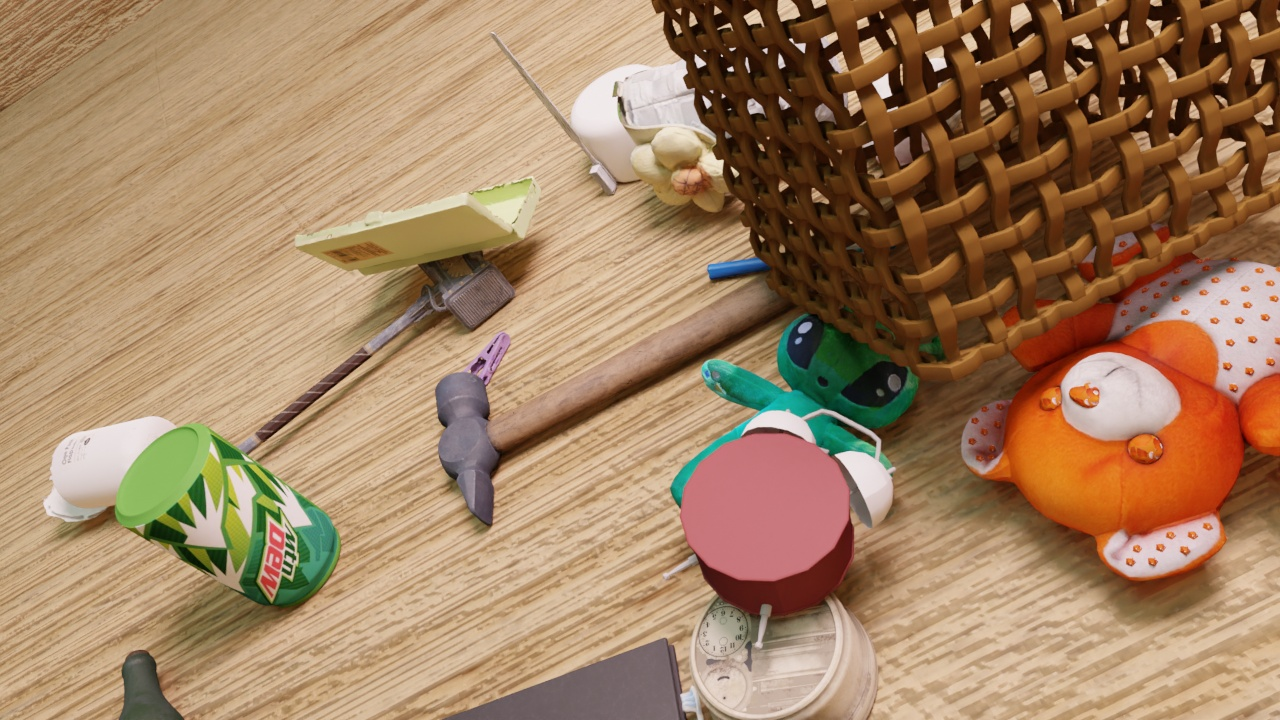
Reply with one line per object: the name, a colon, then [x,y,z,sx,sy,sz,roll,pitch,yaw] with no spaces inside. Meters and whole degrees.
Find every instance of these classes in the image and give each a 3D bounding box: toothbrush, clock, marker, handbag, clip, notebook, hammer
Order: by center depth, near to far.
toothbrush: [0.046,0.239,0.430,0.024,0.022,0.185,-13,46,-2]
clock: [0.068,0.165,0.457,0.093,0.054,0.140,-16,44,20]
clock: [0.072,0.075,0.468,0.087,0.044,0.124,30,66,35]
notebook: [-0.075,0.264,0.490,0.232,0.019,0.169,-24,42,13]
hammer: [-0.004,0.004,0.664,0.322,0.040,0.129,-27,47,8]
marker: [0.115,-0.076,0.672,0.142,0.013,0.013,-7,50,28]
handbag: [0.077,-0.187,0.727,0.172,0.112,0.123,-14,56,22]
clip: [-0.125,0.002,0.760,0.051,0.014,0.045,-36,42,3]
toothbrush: [-0.072,-0.206,0.784,0.010,0.181,0.010,-4,54,37]
hammer: [-0.263,0.008,0.819,0.322,0.044,0.098,-39,42,-3]

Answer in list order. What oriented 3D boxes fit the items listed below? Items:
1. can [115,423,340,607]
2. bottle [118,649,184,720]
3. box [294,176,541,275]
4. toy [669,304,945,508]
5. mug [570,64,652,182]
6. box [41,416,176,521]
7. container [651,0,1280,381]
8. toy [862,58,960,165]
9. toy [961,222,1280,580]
can: [-0.295,0.117,0.669,0.083,0.144,0.082,-18,45,19]
bottle: [-0.339,0.264,0.634,0.055,0.055,0.174,-42,41,-7]
box: [-0.188,-0.112,0.800,0.188,0.061,0.133,-9,10,25]
toy: [0.101,0.032,0.547,0.131,0.072,0.193,37,73,27]
mug: [-0.002,-0.219,0.834,0.116,0.068,0.094,-11,48,25]
box: [-0.507,0.106,0.869,0.160,0.092,0.081,-9,52,16]
container: [0.177,-0.166,0.491,0.251,0.214,0.219,-28,22,-5]
toy: [0.202,-0.179,0.689,0.076,0.037,0.125,-11,50,20]
toy: [0.251,0.012,0.447,0.172,0.093,0.164,-44,42,-7]
